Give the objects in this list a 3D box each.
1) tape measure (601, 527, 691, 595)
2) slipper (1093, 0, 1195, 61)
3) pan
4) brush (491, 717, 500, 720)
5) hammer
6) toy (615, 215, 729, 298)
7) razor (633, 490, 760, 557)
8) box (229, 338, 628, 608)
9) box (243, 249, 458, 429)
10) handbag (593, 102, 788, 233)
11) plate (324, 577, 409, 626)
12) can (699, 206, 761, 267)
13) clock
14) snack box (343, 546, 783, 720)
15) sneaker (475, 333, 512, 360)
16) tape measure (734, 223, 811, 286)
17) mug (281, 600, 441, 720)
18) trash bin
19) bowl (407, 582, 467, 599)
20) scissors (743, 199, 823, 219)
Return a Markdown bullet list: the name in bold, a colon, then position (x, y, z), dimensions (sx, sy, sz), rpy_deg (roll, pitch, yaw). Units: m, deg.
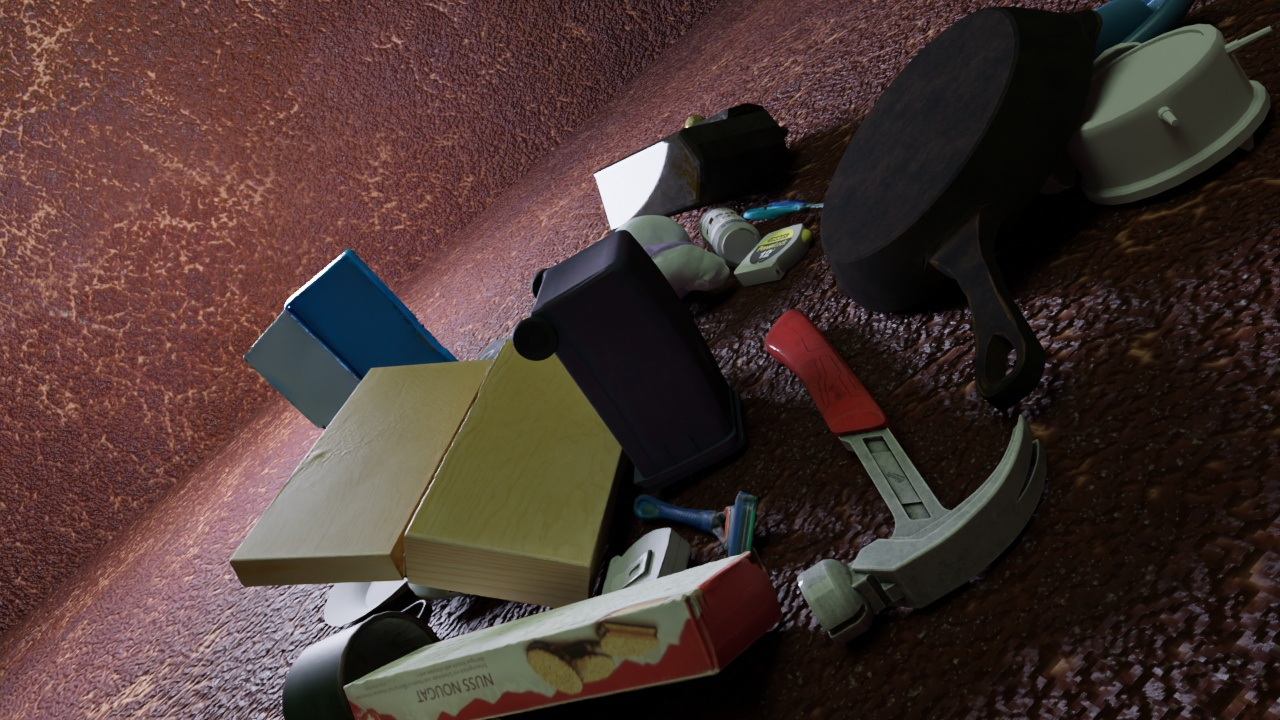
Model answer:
- **tape measure**: position (0.000, 0.131, 0.549), dimensions (0.062, 0.020, 0.060), rpy_deg (-40, 17, 29)
- **slipper**: position (0.301, -0.213, 0.677), dimensions (0.214, 0.059, 0.103), rpy_deg (-37, 6, 11)
- **pan**: position (0.192, -0.102, 0.580), dimensions (0.249, 0.043, 0.355), rpy_deg (-51, 19, 37)
- **brush**: position (-0.087, 0.236, 0.469), dimensions (0.049, 0.039, 0.116), rpy_deg (-10, 34, 53)
- **hammer**: position (0.125, 0.029, 0.539), dimensions (0.126, 0.036, 0.315), rpy_deg (-35, 19, 10)
- **toy**: position (0.001, -0.086, 0.926), dimensions (0.137, 0.085, 0.209), rpy_deg (-39, 18, 0)
- **razor**: position (0.034, 0.098, 0.574), dimensions (0.141, 0.018, 0.044), rpy_deg (-3, 78, 63)
- **box**: position (-0.134, 0.075, 0.696), dimensions (0.257, 0.076, 0.246), rpy_deg (-4, 30, 12)
- **box**: position (-0.278, 0.026, 0.966), dimensions (0.075, 0.243, 0.166), rpy_deg (-5, 41, 54)
- **handbag**: position (0.080, -0.230, 1.046), dimensions (0.198, 0.102, 0.198), rpy_deg (-21, 8, -33)
- **plate**: position (-0.225, 0.184, 0.864), dimensions (0.173, 0.019, 0.172), rpy_deg (-35, 20, 15)
- **can**: position (0.088, -0.125, 0.916), dimensions (0.044, 0.044, 0.106), rpy_deg (-38, 20, 6)
- **clock**: position (0.299, -0.147, 0.564), dimensions (0.120, 0.061, 0.159), rpy_deg (-43, 15, -6)
- **snack box**: position (-0.053, 0.165, 0.508), dimensions (0.274, 0.044, 0.076), rpy_deg (-26, -7, 34)
- **sneaker**: position (-0.097, 0.003, 0.892), dimensions (0.253, 0.097, 0.150), rpy_deg (-35, 24, 33)
- **tape measure**: position (0.122, -0.095, 0.829), dimensions (0.064, 0.017, 0.064), rpy_deg (-50, 22, -24)
- **mug**: position (-0.182, 0.213, 0.627), dimensions (0.081, 0.085, 0.110), rpy_deg (-29, 23, 34)
- **trash bin**: position (-0.004, 0.004, 0.629), dimensions (0.092, 0.161, 0.093), rpy_deg (-28, 22, 15)
- **bowl**: position (-0.138, 0.110, 0.760), dimensions (0.174, 0.068, 0.174), rpy_deg (-28, 24, 14)
- **scissors**: position (0.161, -0.145, 0.853), dimensions (0.073, 0.016, 0.134), rpy_deg (-20, 14, -39)
